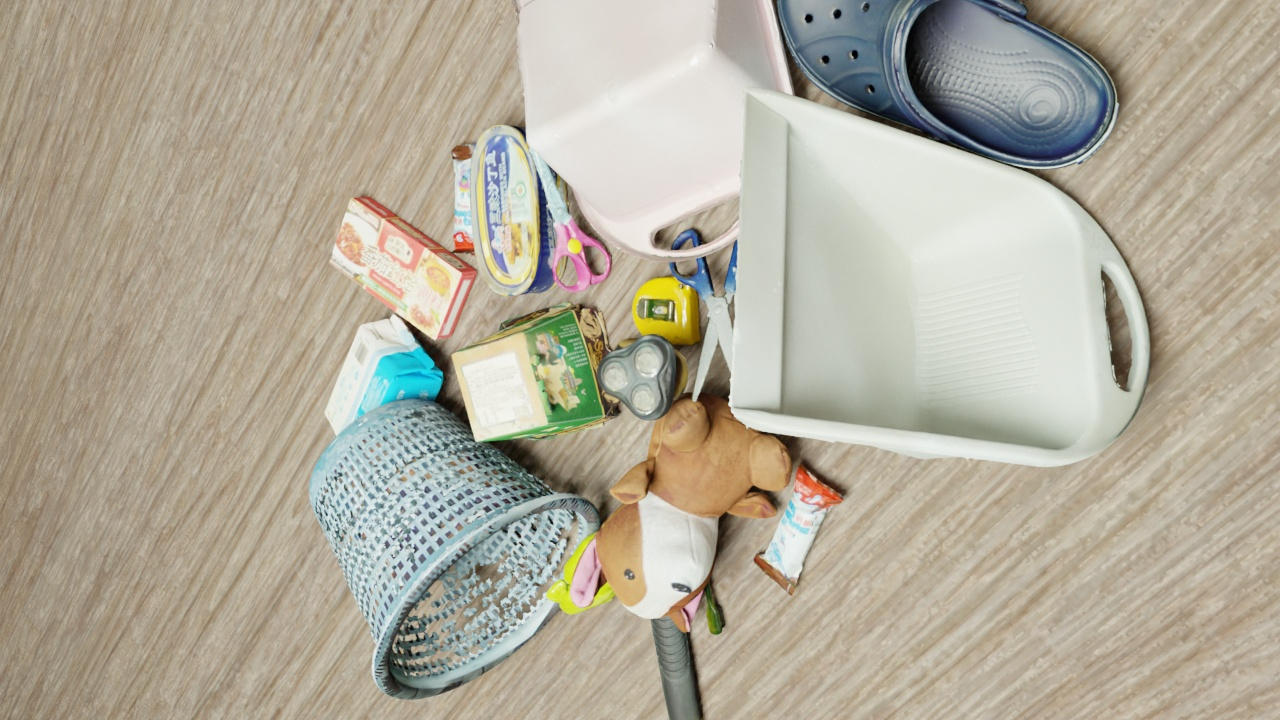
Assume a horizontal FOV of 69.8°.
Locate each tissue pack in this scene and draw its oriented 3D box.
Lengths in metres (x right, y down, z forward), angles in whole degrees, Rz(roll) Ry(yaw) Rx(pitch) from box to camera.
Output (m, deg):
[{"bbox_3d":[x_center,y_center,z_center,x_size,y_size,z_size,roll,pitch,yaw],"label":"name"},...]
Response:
[{"bbox_3d":[-0.247,0.035,0.889,0.090,0.063,0.140,45,117,37],"label":"tissue pack"}]

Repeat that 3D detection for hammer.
[{"bbox_3d":[0.040,0.323,0.814,0.129,0.032,0.301,-7,95,27],"label":"hammer"}]

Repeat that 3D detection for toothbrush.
[{"bbox_3d":[0.050,0.144,0.790,0.012,0.017,0.186,-10,92,31],"label":"toothbrush"}]

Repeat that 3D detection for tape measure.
[{"bbox_3d":[0.021,-0.041,0.765,0.057,0.028,0.060,1,98,28],"label":"tape measure"}]

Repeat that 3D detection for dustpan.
[{"bbox_3d":[0.013,-0.225,0.733,0.223,0.138,0.272,-16,58,33],"label":"dustpan"},{"bbox_3d":[0.194,-0.044,0.563,0.143,0.257,0.222,-16,60,41],"label":"dustpan"}]

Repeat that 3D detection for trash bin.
[{"bbox_3d":[-0.180,0.146,0.814,0.195,0.226,0.227,43,115,29],"label":"trash bin"}]

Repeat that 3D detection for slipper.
[{"bbox_3d":[0.192,-0.205,0.614,0.253,0.095,0.105,35,110,15],"label":"slipper"}]

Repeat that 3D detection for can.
[{"bbox_3d":[-0.107,-0.130,0.805,0.075,0.049,0.148,3,100,28],"label":"can"}]

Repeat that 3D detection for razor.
[{"bbox_3d":[-0.004,0.004,0.720,0.067,0.167,0.062,3,96,-7],"label":"razor"}]

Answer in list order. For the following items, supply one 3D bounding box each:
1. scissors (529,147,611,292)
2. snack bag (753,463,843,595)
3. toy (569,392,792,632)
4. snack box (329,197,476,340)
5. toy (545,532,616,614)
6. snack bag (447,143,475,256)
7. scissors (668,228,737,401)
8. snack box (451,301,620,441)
[{"bbox_3d":[-0.066,-0.122,0.774,0.054,0.017,0.133,-25,110,-9],"label":"scissors"},{"bbox_3d":[0.126,0.137,0.741,0.048,0.026,0.104,37,113,31],"label":"snack bag"},{"bbox_3d":[0.033,0.127,0.726,0.140,0.130,0.200,26,107,-16],"label":"toy"},{"bbox_3d":[-0.232,-0.091,0.890,0.153,0.025,0.075,34,113,19],"label":"snack box"},{"bbox_3d":[-0.037,0.186,0.811,0.031,0.096,0.100,-123,28,-44],"label":"toy"},{"bbox_3d":[-0.155,-0.146,0.840,0.045,0.026,0.105,6,99,37],"label":"snack bag"},{"bbox_3d":[0.055,-0.048,0.707,0.155,0.012,0.166,26,78,44],"label":"scissors"},{"bbox_3d":[-0.096,0.016,0.792,0.118,0.105,0.118,-15,90,29],"label":"snack box"}]
